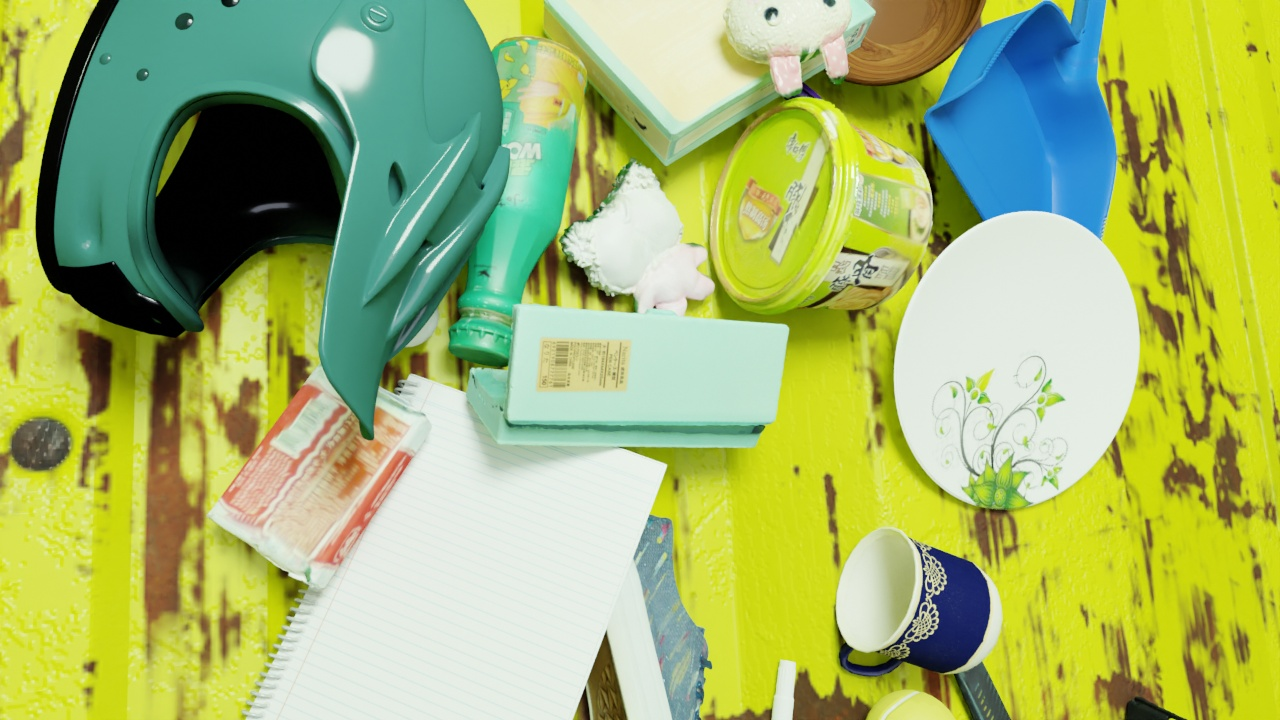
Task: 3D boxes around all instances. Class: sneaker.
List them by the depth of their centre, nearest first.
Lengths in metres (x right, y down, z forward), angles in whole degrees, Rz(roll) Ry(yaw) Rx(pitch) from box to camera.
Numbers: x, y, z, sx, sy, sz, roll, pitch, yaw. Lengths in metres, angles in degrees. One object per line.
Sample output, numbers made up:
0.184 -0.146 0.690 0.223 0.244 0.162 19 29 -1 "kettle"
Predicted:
0.013 0.205 0.568 0.079 0.088 0.235 -9 80 -26 "sneaker"

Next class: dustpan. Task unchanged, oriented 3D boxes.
0.324 -0.214 0.732 0.245 0.060 0.257 41 58 -37 "dustpan"

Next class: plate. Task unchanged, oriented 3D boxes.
0.288 0.000 0.714 0.229 0.030 0.229 -3 98 -19 "plate"

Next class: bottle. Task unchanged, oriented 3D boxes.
-0.084 -0.101 0.595 0.068 0.068 0.209 13 76 -17 "bottle"

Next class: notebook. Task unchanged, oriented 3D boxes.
-0.111 0.144 0.534 0.178 0.013 0.245 19 73 10 "notebook"

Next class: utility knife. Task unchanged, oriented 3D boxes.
0.267 0.283 0.675 0.028 0.020 0.172 -23 90 -22 "utility knife"

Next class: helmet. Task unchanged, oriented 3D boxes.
-0.175 -0.106 0.497 0.200 0.177 0.274 13 69 -3 "helmet"

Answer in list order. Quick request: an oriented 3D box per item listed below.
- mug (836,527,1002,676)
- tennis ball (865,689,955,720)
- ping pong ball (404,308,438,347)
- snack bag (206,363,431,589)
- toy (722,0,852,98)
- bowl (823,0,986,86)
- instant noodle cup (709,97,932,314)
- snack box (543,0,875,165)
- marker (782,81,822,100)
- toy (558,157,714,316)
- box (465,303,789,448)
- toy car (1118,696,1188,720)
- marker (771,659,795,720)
0.193 0.182 0.641 0.089 0.085 0.112 22 109 -17 "mug"
0.185 0.259 0.625 0.065 0.065 0.065 4 79 -19 "tennis ball"
-0.147 -0.028 0.574 0.040 0.040 0.040 4 79 -19 "ping pong ball"
-0.185 0.064 0.536 0.077 0.036 0.115 28 73 10 "snack bag"
0.097 -0.227 0.608 0.087 0.050 0.112 -14 77 -13 "toy"
0.193 -0.280 0.714 0.147 0.068 0.147 0 89 20 "bowl"
0.125 -0.098 0.633 0.097 0.146 0.146 9 77 -29 "instant noodle cup"
0.049 -0.243 0.655 0.193 0.044 0.141 -35 75 -19 "snack box"
0.154 -0.184 0.719 0.134 0.018 0.015 36 51 -10 "marker"
0.002 -0.073 0.636 0.109 0.041 0.095 47 70 -13 "toy"
-0.002 0.001 0.565 0.188 0.077 0.093 4 113 -29 "box"
0.377 0.358 0.674 0.071 0.094 0.191 -7 83 1 "toy car"
0.092 0.271 0.618 0.014 0.014 0.132 13 76 -17 "marker"
